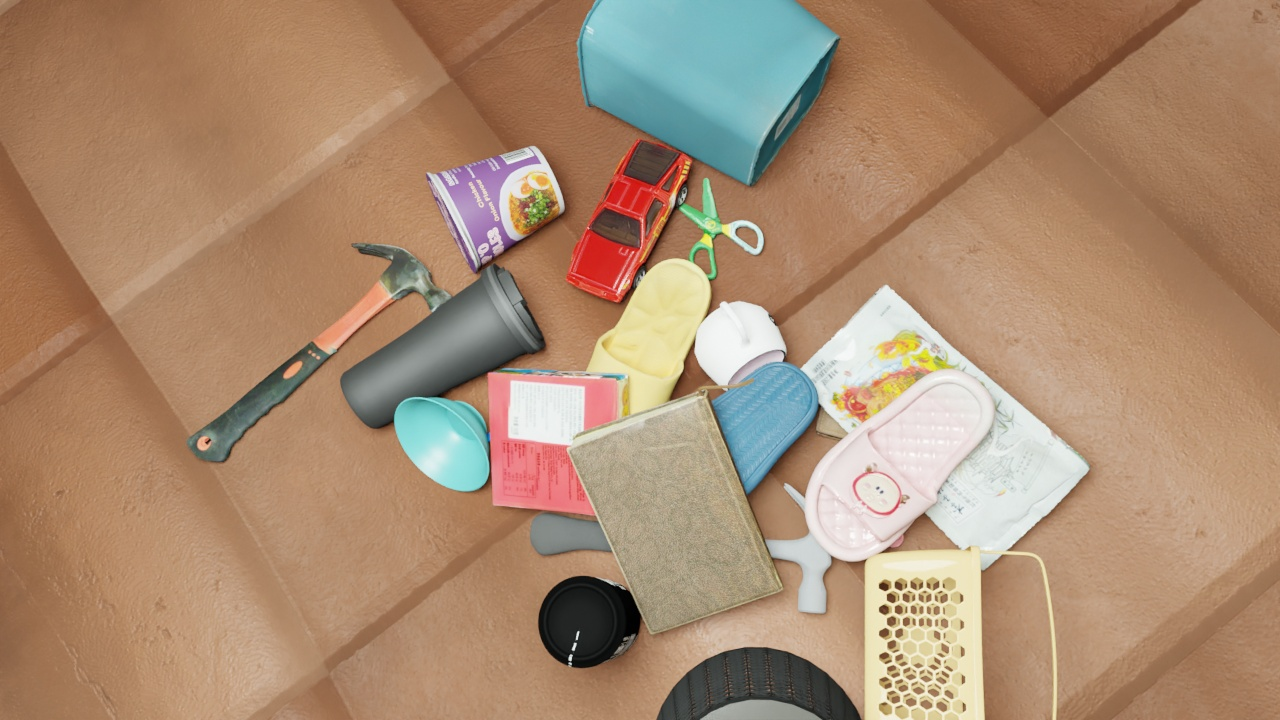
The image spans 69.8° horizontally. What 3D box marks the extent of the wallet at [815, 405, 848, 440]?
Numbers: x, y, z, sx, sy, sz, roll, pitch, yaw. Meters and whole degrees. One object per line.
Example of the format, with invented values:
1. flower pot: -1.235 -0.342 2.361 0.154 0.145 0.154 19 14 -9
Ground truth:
1. wallet: 0.253 0.044 0.962 0.121 0.027 0.098 13 80 9

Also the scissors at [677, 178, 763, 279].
1. scissors: 0.089 -0.154 1.039 0.117 0.012 0.129 -6 73 9

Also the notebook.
1. notebook: 0.052 0.139 0.885 0.190 0.034 0.215 -21 99 12

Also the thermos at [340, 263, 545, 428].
1. thermos: -0.213 -0.010 0.997 0.219 0.106 0.106 -31 74 3

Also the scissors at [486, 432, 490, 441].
1. scissors: -0.125 0.062 1.008 0.129 0.013 0.125 -36 73 -3

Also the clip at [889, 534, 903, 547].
1. clip: 0.254 0.158 0.936 0.023 0.049 0.059 -3 117 8

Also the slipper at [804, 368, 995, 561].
1. slipper: 0.245 0.100 0.881 0.107 0.055 0.222 41 106 6

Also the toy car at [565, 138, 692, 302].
1. toy car: -0.013 -0.157 1.030 0.081 0.056 0.189 23 82 19

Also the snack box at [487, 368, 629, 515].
1. snack box: -0.084 0.082 0.945 0.145 0.040 0.142 2 99 19

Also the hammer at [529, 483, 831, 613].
1. hammer: 0.039 0.184 0.949 0.311 0.029 0.125 3 76 8

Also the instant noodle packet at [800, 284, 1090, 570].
1. instant noodle packet: 0.294 0.063 0.912 0.269 0.057 0.147 45 100 9

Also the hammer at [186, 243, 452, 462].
1. hammer: -0.378 -0.004 1.048 0.333 0.033 0.133 -43 76 -5

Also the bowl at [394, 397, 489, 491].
1. bowl: -0.200 0.078 0.982 0.121 0.121 0.046 28 43 13

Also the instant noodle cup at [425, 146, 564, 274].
1. instant noodle cup: -0.154 -0.174 1.025 0.121 0.122 0.136 -27 47 -11

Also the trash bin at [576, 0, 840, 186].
1. trash bin: 0.077 -0.325 1.003 0.218 0.199 0.196 35 82 7

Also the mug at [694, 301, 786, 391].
1. mug: 0.099 -0.024 0.947 0.090 0.124 0.076 -30 64 -2

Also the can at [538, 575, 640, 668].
1. can: -0.046 0.249 0.880 0.080 0.146 0.080 -2 75 6

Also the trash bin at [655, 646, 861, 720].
1. trash bin: 0.104 0.362 0.782 0.217 0.243 0.216 -2 75 6

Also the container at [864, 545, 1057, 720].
1. container: 0.292 0.267 0.845 0.167 0.129 0.183 0 75 14

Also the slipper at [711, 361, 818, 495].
1. slipper: 0.091 0.088 0.933 0.214 0.059 0.104 -39 74 2

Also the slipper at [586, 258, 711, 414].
1. slipper: -0.006 0.006 0.976 0.099 0.078 0.263 24 81 15
